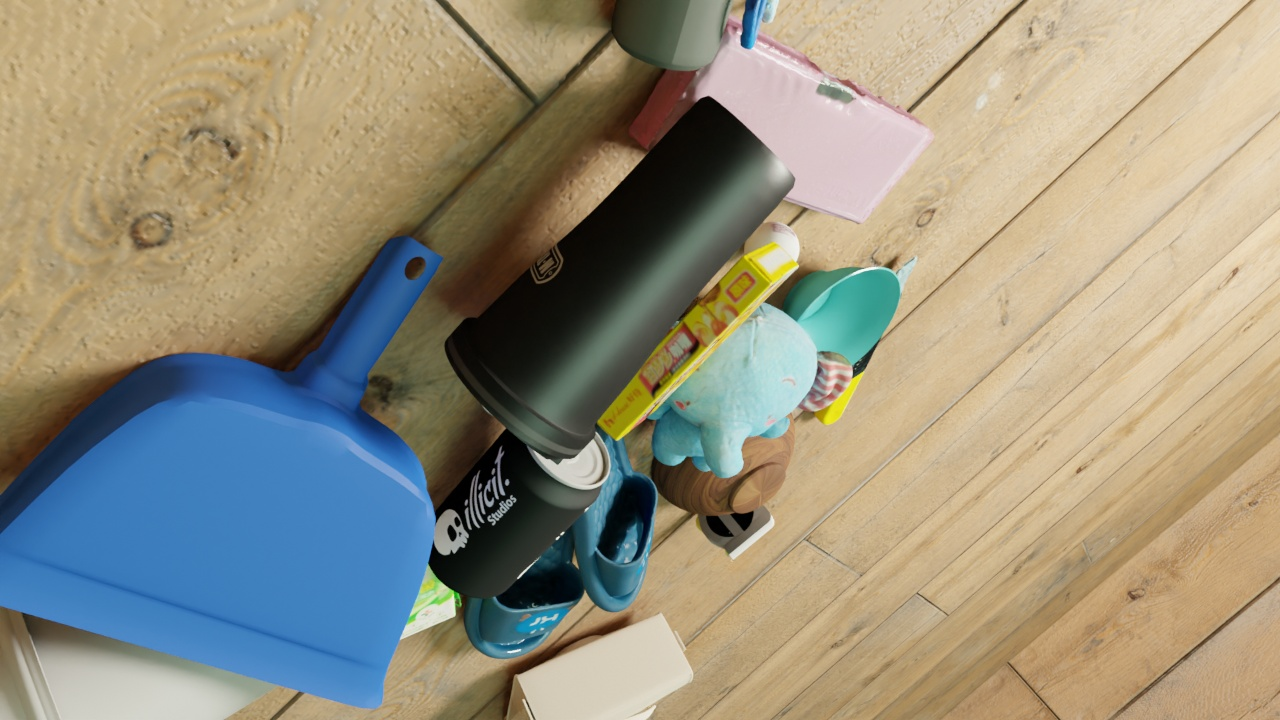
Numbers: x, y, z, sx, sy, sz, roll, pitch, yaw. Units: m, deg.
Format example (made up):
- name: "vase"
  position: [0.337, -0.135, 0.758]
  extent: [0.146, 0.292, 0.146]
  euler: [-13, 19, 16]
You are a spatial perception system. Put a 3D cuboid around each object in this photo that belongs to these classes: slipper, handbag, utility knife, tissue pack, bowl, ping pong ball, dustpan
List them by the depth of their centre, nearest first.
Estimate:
- name: "dustpan"
  position: [-0.187, 0.047, 0.515]
  extent: [0.245, 0.059, 0.258]
  euler: [32, 95, -32]
- name: "ping pong ball"
  position: [0.097, -0.082, 0.677]
  extent: [0.040, 0.040, 0.040]
  euler: [-23, 141, -20]
- name: "tissue pack"
  position: [-0.198, 0.185, 0.719]
  extent: [0.113, 0.034, 0.100]
  euler: [-19, 138, -27]
- name: "bowl"
  position: [0.154, -0.040, 0.765]
  extent: [0.121, 0.046, 0.121]
  euler: [-23, 141, -20]
- name: "slipper"
  position: [-0.015, 0.129, 0.765]
  extent: [0.214, 0.059, 0.103]
  euler: [79, 27, -43]
- name: "slipper"
  position: [-0.096, 0.194, 0.794]
  extent: [0.103, 0.059, 0.214]
  euler: [-11, 134, -30]
- name: "bowl"
  position: [0.090, 0.096, 0.837]
  extent: [0.147, 0.069, 0.147]
  euler: [-23, 141, -20]
- name: "utility knife"
  position: [0.212, -0.016, 0.863]
  extent: [0.028, 0.020, 0.198]
  euler: [-10, 136, -35]
- name: "handbag"
  position: [-0.059, 0.375, 1.002]
  extent: [0.194, 0.101, 0.198]
  euler: [-16, 150, -28]

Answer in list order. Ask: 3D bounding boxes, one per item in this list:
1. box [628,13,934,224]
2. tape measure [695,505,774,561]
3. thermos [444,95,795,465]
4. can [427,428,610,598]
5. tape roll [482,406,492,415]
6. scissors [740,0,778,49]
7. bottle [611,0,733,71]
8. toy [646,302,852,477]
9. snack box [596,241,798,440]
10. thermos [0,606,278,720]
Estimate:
- name: "box"
  position: [0.100, -0.153, 0.613]
  extent: [0.232, 0.041, 0.098]
  euler: [6, 133, -43]
- name: "tape measure"
  position: [0.091, 0.158, 0.907]
  extent: [0.064, 0.065, 0.017]
  euler: [-39, 144, -4]
- name: "thermos"
  position: [-0.011, -0.047, 0.537]
  extent: [0.219, 0.106, 0.105]
  euler: [-47, 143, 11]
- name: "can"
  position: [-0.092, 0.104, 0.663]
  extent: [0.080, 0.080, 0.146]
  euler: [8, 135, -45]
- name: "tape roll"
  position: [-0.073, 0.002, 0.640]
  extent: [0.094, 0.019, 0.094]
  euler: [-22, 141, -20]
- name: "scissors"
  position: [0.074, -0.226, 0.492]
  extent: [0.125, 0.016, 0.125]
  euler: [-31, 134, -82]
- name: "bottle"
  position: [0.025, -0.208, 0.465]
  extent: [0.060, 0.060, 0.109]
  euler: [-10, 135, -33]
- name: "toy"
  position: [0.059, 0.035, 0.707]
  extent: [0.183, 0.114, 0.181]
  euler: [11, 131, -12]
- name: "snack box"
  position: [0.035, -0.013, 0.598]
  extent: [0.153, 0.025, 0.075]
  euler: [-46, 174, 26]
- name: "thermos"
  position: [-0.274, 0.173, 0.575]
  extent: [0.221, 0.131, 0.132]
  euler: [-21, 141, -35]
